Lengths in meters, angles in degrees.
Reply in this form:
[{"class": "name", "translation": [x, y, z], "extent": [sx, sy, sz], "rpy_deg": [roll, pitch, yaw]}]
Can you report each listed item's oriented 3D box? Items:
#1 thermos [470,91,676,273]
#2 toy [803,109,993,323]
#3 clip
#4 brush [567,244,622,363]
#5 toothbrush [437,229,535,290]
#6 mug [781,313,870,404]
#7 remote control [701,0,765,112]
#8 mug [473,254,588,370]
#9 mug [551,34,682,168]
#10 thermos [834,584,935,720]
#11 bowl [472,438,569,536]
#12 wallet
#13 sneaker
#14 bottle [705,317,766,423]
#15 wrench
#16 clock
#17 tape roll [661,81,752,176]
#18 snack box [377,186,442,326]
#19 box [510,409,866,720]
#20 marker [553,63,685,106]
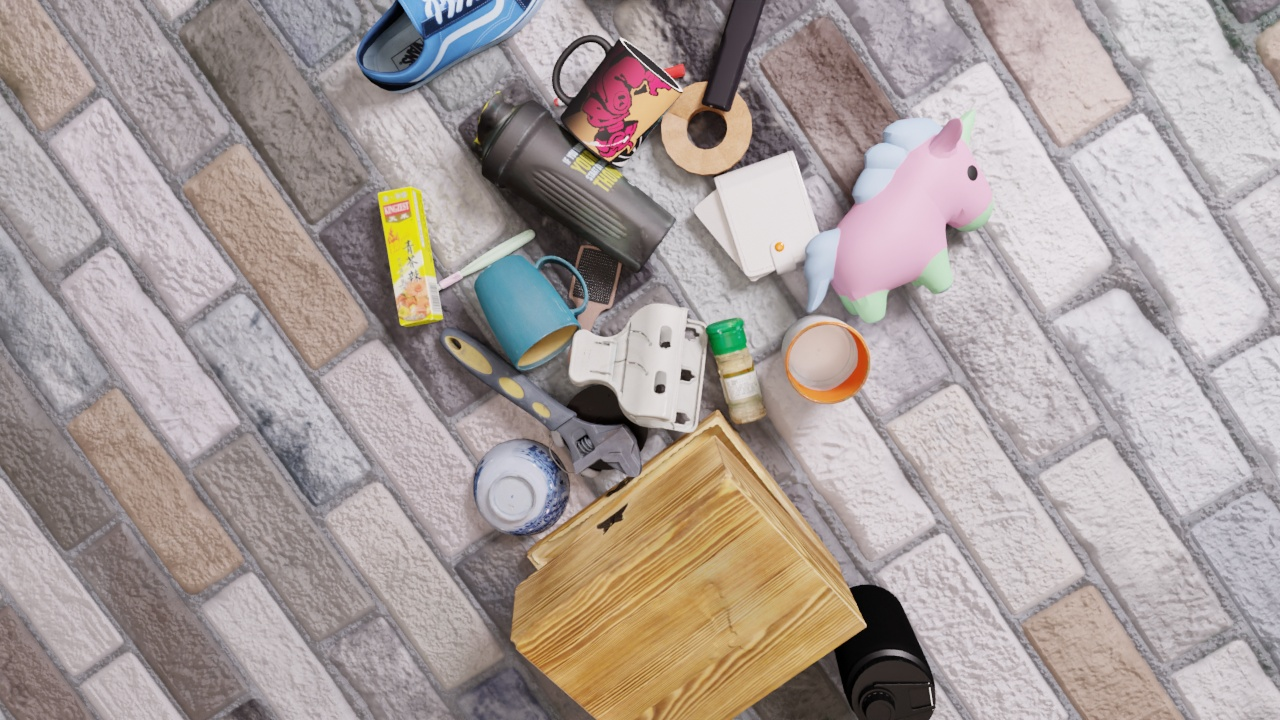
[{"class": "thermos", "translation": [-0.072, -0.182, 0.953], "extent": [0.221, 0.098, 0.098], "rpy_deg": [35, 100, -5]}, {"class": "toy", "translation": [0.248, -0.141, 0.910], "extent": [0.222, 0.120, 0.171], "rpy_deg": [-24, 107, -1]}, {"class": "clip", "translation": [0.000, 0.001, 0.953], "extent": [0.152, 0.101, 0.126], "rpy_deg": [12, 73, -15]}, {"class": "brush", "translation": [-0.057, -0.057, 1.004], "extent": [0.050, 0.015, 0.136], "rpy_deg": [14, 99, 5]}, {"class": "toothbrush", "translation": [-0.182, -0.102, 1.011], "extent": [0.155, 0.015, 0.022], "rpy_deg": [-29, 63, 9]}, {"class": "mug", "translation": [0.187, -0.004, 0.939], "extent": [0.082, 0.105, 0.082], "rpy_deg": [1, 98, 6]}, {"class": "remote control", "translation": [0.096, -0.320, 0.931], "extent": [0.032, 0.015, 0.136], "rpy_deg": [17, 83, 3]}, {"class": "mug", "translation": [-0.112, -0.063, 0.978], "extent": [0.112, 0.084, 0.104], "rpy_deg": [-33, 77, -9]}, {"class": "mug", "translation": [-0.034, -0.271, 0.927], "extent": [0.118, 0.081, 0.098], "rpy_deg": [39, 110, -7]}, {"class": "thermos", "translation": [0.243, 0.305, 0.930], "extent": [0.086, 0.198, 0.086], "rpy_deg": [1, 98, 6]}, {"class": "bowl", "translation": [-0.138, 0.149, 1.026], "extent": [0.114, 0.045, 0.114], "rpy_deg": [1, 98, 6]}, {"class": "wallet", "translation": [0.121, -0.144, 0.961], "extent": [0.115, 0.037, 0.118], "rpy_deg": [-18, 92, 8]}, {"class": "sneaker", "translation": [-0.187, -0.357, 0.932], "extent": [0.241, 0.098, 0.083], "rpy_deg": [-34, 93, 9]}, {"class": "bottle", "translation": [0.103, 0.011, 0.982], "extent": [0.043, 0.043, 0.111], "rpy_deg": [-15, 97, 8]}, {"class": "wrench", "translation": [-0.111, 0.045, 0.992], "extent": [0.273, 0.022, 0.073], "rpy_deg": [36, 103, 14]}, {"class": "clock", "translation": [-0.046, 0.078, 1.012], "extent": [0.123, 0.035, 0.094], "rpy_deg": [-38, 93, 11]}, {"class": "tape roll", "translation": [0.069, -0.241, 0.957], "extent": [0.094, 0.027, 0.094], "rpy_deg": [1, 98, 6]}, {"class": "snack box", "translation": [-0.250, -0.113, 0.999], "extent": [0.040, 0.029, 0.148], "rpy_deg": [-10, 89, 11]}, {"class": "box", "translation": [0.052, 0.243, 0.977], "extent": [0.279, 0.192, 0.251], "rpy_deg": [-39, 107, 9]}, {"class": "marker", "translation": [-0.023, -0.290, 0.968], "extent": [0.142, 0.012, 0.013], "rpy_deg": [-12, 97, 8]}]
